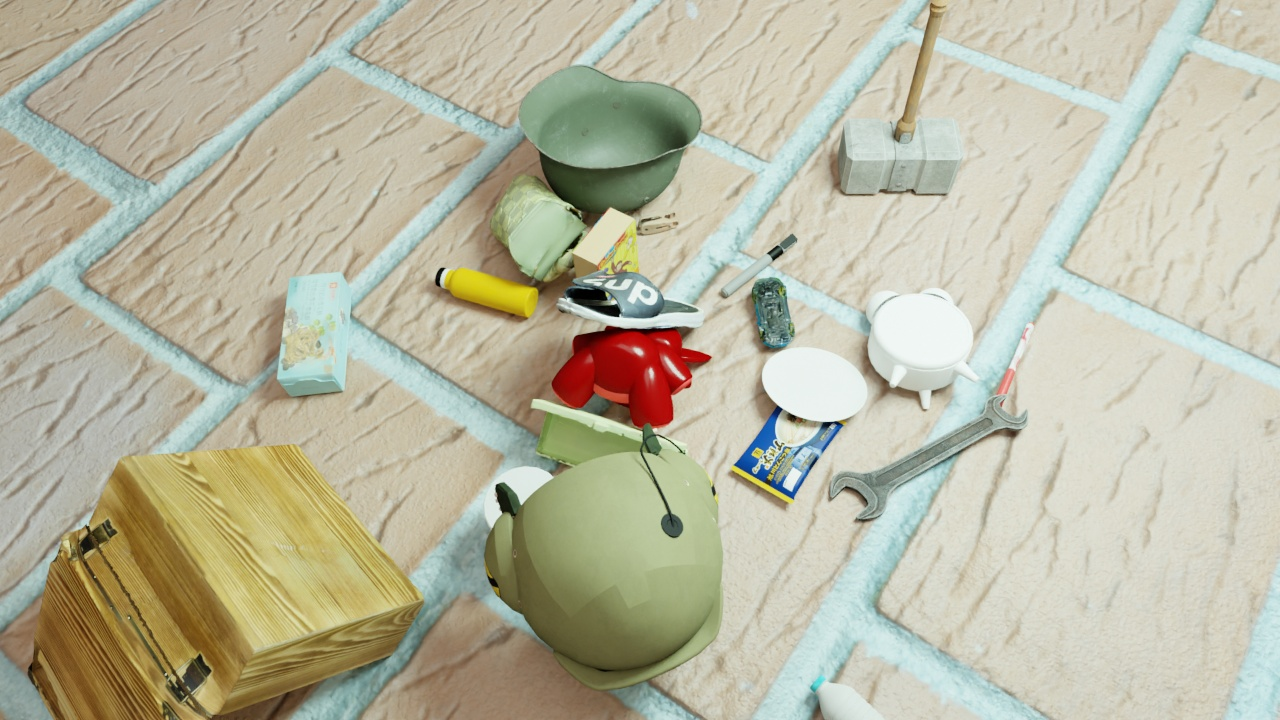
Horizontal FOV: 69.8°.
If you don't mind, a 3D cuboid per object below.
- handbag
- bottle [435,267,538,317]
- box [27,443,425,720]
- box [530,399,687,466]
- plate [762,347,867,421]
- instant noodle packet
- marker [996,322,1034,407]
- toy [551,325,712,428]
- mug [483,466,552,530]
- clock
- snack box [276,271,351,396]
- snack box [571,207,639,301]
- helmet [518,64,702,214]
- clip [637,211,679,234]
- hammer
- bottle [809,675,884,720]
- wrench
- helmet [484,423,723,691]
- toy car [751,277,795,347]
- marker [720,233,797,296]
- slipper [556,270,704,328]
[{"bbox_3d":[-0.137,-0.184,1.297,0.113,0.117,0.186,-48,39,6],"label":"handbag"},{"bbox_3d":[-0.217,-0.099,1.283,0.144,0.043,0.043,16,61,13],"label":"bottle"},{"bbox_3d":[-0.484,0.307,0.996,0.279,0.286,0.337,43,107,24],"label":"box"},{"bbox_3d":[-0.043,0.109,1.110,0.188,0.098,0.082,17,95,16],"label":"box"},{"bbox_3d":[0.223,0.032,1.180,0.134,0.011,0.134,3,43,-3],"label":"plate"},{"bbox_3d":[0.185,0.106,1.143,0.087,0.026,0.134,29,64,23],"label":"instant noodle packet"},{"bbox_3d":[0.488,0.004,1.196,0.013,0.013,0.142,25,63,17],"label":"marker"},{"bbox_3d":[-0.007,0.007,1.160,0.158,0.121,0.196,14,19,14],"label":"toy"},{"bbox_3d":[-0.137,0.196,1.070,0.091,0.090,0.121,21,62,15],"label":"mug"},{"bbox_3d":[0.360,-0.021,1.193,0.125,0.073,0.160,-3,51,1],"label":"clock"},{"bbox_3d":[-0.443,-0.038,1.255,0.075,0.053,0.174,-6,59,-1],"label":"snack box"},{"bbox_3d":[-0.045,-0.129,1.242,0.040,0.126,0.088,28,64,19],"label":"snack box"},{"bbox_3d":[-0.038,-0.303,1.330,0.267,0.154,0.227,-26,59,-20],"label":"helmet"},{"bbox_3d":[0.028,-0.199,1.343,0.049,0.026,0.061,36,59,18],"label":"clip"},{"bbox_3d":[0.373,-0.362,1.246,0.163,0.318,0.082,1,58,4],"label":"hammer"},{"bbox_3d":[0.235,0.385,0.958,0.044,0.044,0.136,-40,64,-19],"label":"bottle"},{"bbox_3d":[0.357,0.115,1.128,0.273,0.010,0.070,-27,62,-9],"label":"wrench"},{"bbox_3d":[-0.025,0.211,0.945,0.250,0.256,0.232,-21,57,-8],"label":"helmet"},{"bbox_3d":[0.178,-0.063,1.244,0.048,0.032,0.105,-8,64,-2],"label":"toy car"},{"bbox_3d":[0.168,-0.134,1.297,0.140,0.016,0.016,-38,64,-18],"label":"marker"},{"bbox_3d":[-0.008,-0.079,1.153,0.111,0.263,0.063,20,101,35],"label":"slipper"}]
